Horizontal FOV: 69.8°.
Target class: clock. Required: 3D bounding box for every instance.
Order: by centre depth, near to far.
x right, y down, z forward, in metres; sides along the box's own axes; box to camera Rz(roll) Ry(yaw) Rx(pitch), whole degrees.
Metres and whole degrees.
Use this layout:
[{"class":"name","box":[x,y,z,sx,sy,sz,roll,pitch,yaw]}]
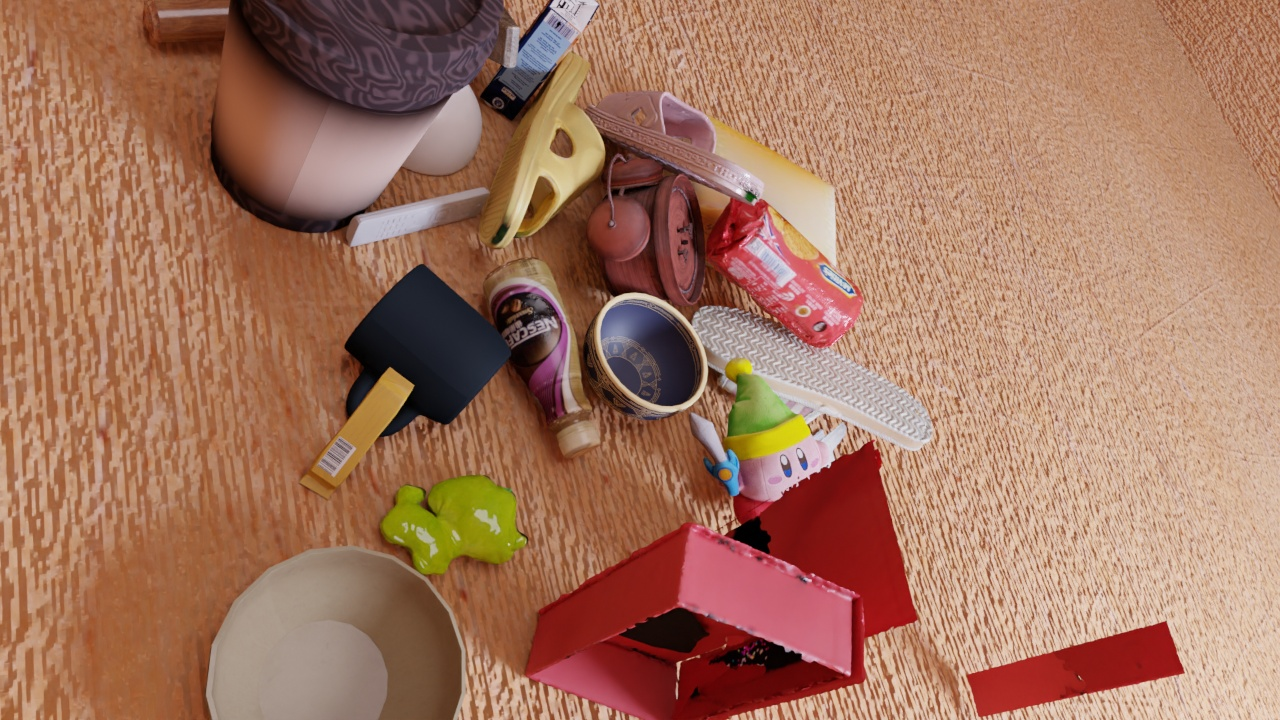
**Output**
[{"class":"clock","box":[0.005,-0.117,0.829,0.158,0.072,0.120,65,29,-46]}]

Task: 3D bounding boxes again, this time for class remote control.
[{"class":"remote control","box":[-0.184,-0.122,0.767,0.130,0.033,0.012,-24,75,-42]}]

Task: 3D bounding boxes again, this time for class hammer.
[{"class":"hammer","box":[-0.259,-0.292,0.786,0.300,0.037,0.158,-15,44,-32]}]

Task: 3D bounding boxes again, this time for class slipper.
[{"class":"slipper","box":[-0.079,-0.185,0.839,0.078,0.100,0.262,30,46,-20]},{"class":"slipper","box":[0.031,-0.215,0.869,0.094,0.064,0.239,19,12,-46]},{"class":"slipper","box":[0.162,0.027,0.901,0.263,0.052,0.114,23,36,-7]}]

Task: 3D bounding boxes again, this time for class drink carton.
[{"class":"drink carton","box":[-0.097,-0.291,0.867,0.040,0.130,0.064,36,47,-18]}]

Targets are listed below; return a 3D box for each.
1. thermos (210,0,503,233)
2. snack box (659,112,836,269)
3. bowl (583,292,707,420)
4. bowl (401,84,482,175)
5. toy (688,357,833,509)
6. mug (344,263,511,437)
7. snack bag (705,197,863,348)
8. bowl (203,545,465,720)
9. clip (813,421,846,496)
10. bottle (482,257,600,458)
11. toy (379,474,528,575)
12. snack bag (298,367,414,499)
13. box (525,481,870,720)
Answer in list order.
[{"class":"thermos","box":[-0.220,-0.207,0.659,0.172,0.227,0.172,18,55,-27]},{"class":"snack box","box":[0.120,-0.162,0.976,0.195,0.081,0.144,23,53,-23]},{"class":"bowl","box":[-0.005,0.005,0.799,0.112,0.061,0.112,18,55,-27]},{"class":"bowl","box":[-0.189,-0.226,0.814,0.114,0.051,0.114,18,55,-27]},{"class":"toy","box":[0.100,0.071,0.804,0.124,0.097,0.131,-17,111,-17]},{"class":"mug","box":[-0.166,0.004,0.679,0.094,0.085,0.121,42,75,-7]},{"class":"snack bag","box":[0.138,-0.082,0.886,0.176,0.083,0.082,40,47,-20]},{"class":"bowl","box":[-0.187,0.195,0.561,0.152,0.051,0.152,18,55,-27]},{"class":"clip","box":[0.173,0.100,0.888,0.056,0.056,0.101,38,44,23]},{"class":"bottle","box":[-0.077,-0.001,0.754,0.059,0.060,0.166,-11,73,-39]},{"class":"toy","box":[-0.132,0.117,0.659,0.094,0.036,0.093,43,52,2]},{"class":"snack bag","box":[-0.196,0.050,0.637,0.026,0.020,0.099,37,86,-9]},{"class":"box","box":[0.036,0.281,0.565,0.197,0.218,0.350,24,53,-21]}]
